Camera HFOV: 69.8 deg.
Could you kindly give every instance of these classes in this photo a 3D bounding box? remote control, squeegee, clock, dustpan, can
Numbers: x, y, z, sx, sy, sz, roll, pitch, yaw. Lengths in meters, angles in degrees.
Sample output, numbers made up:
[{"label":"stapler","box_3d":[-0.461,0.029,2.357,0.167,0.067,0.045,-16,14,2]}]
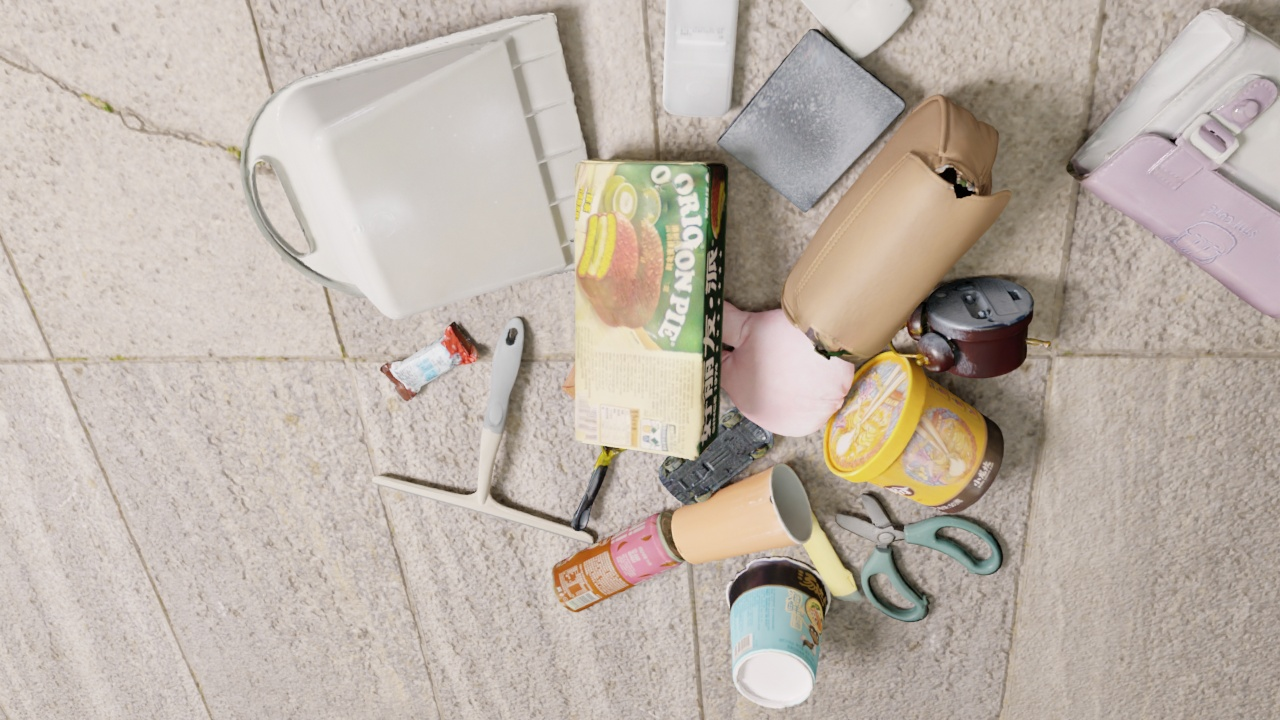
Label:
[{"label":"remote control","box_3d":[0.138,-0.287,0.674,0.135,0.019,0.056,42,117,-14]},{"label":"squeegee","box_3d":[-0.144,0.071,0.911,0.246,0.039,0.247,16,120,1]},{"label":"clock","box_3d":[0.267,-0.026,0.759,0.122,0.081,0.055,-9,123,8]},{"label":"remote control","box_3d":[0.047,-0.257,0.706,0.056,0.020,0.136,5,119,6]},{"label":"dustpan","box_3d":[-0.189,-0.153,0.770,0.257,0.142,0.223,-27,126,-19]},{"label":"can","box_3d":[-0.022,0.210,0.954,0.148,0.057,0.058,-30,110,23]}]

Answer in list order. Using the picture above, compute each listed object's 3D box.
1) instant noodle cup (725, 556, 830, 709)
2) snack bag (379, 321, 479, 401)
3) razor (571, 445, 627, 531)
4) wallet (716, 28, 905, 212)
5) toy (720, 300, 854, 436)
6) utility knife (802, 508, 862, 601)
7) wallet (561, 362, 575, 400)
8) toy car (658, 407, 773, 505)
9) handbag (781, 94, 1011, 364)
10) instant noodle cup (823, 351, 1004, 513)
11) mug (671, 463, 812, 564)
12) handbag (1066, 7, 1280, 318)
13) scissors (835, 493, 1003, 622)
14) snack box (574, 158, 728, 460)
[{"label":"instant noodle cup","box_3d":[0.138,0.280,0.928,0.111,0.120,0.111,4,119,8]},{"label":"snack bag","box_3d":[-0.205,0.003,0.891,0.105,0.026,0.045,-28,111,23]},{"label":"razor","box_3d":[-0.040,0.115,0.923,0.042,0.022,0.143,10,119,-29]},{"label":"wallet","box_3d":[0.133,-0.186,0.724,0.097,0.019,0.121,35,127,-12]},{"label":"toy","box_3d":[0.109,0.001,0.819,0.159,0.054,0.121,26,121,10]},{"label":"utility knife","box_3d":[0.177,0.180,0.925,0.031,0.019,0.175,-24,113,18]},{"label":"wallet","box_3d":[-0.005,0.005,0.837,0.108,0.031,0.132,35,120,10]},{"label":"toy car","box_3d":[0.072,0.090,0.886,0.121,0.036,0.054,-39,106,15]},{"label":"handbag","box_3d":[0.194,-0.092,0.698,0.100,0.147,0.205,31,123,-5]},{"label":"instant noodle cup","box_3d":[0.241,0.069,0.802,0.114,0.118,0.119,27,120,-15]},{"label":"mug","box_3d":[0.096,0.155,0.894,0.123,0.078,0.078,-24,112,31]},{"label":"handbag","box_3d":[0.440,-0.135,0.665,0.197,0.098,0.145,32,125,-7]},{"label":"scissors","box_3d":[0.263,0.205,0.924,0.174,0.019,0.177,18,121,-2]},{"label":"snack box","box_3d":[0.007,-0.045,0.763,0.115,0.063,0.240,6,104,21]}]
